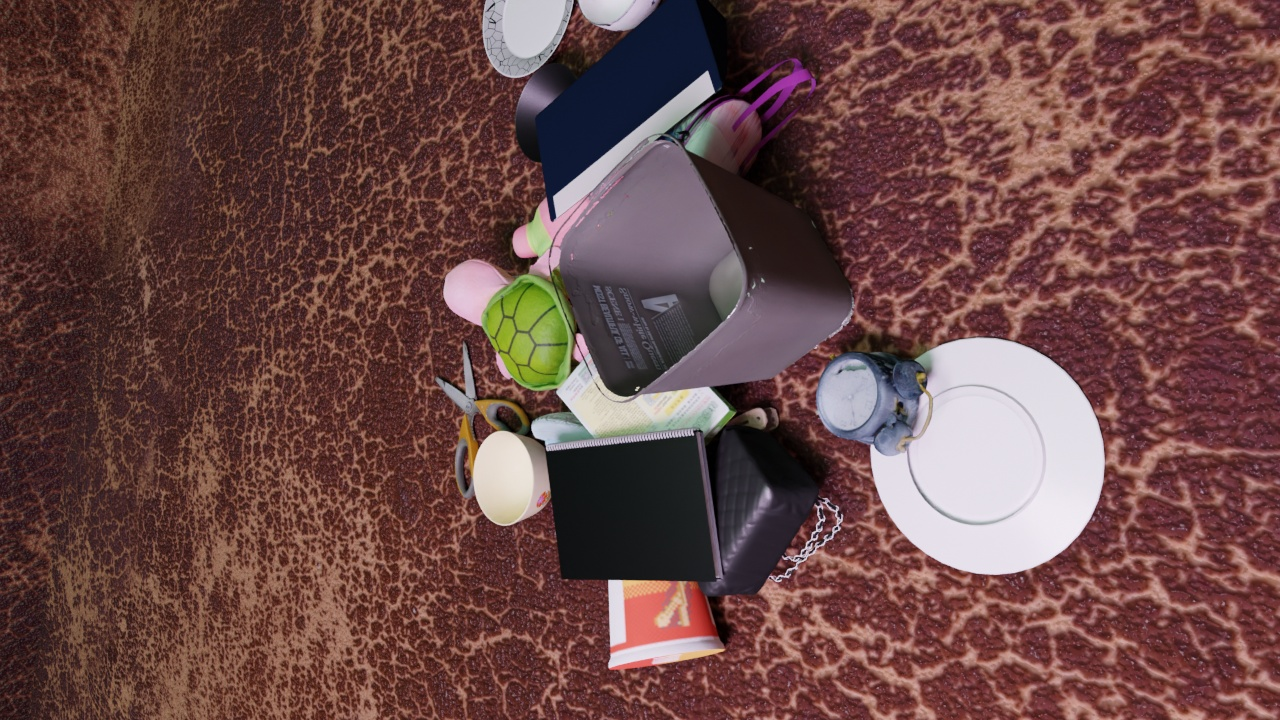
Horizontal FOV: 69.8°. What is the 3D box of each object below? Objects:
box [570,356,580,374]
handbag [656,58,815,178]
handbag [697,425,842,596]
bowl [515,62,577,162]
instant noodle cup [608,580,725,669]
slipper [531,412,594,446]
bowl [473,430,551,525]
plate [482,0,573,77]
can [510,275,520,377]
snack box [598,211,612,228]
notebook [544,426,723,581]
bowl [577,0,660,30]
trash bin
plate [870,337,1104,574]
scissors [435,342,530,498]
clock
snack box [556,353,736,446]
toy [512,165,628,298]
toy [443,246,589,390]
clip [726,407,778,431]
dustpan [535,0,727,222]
[{"bbox_3d":[-0.008,0.018,1.077,0.188,0.091,0.083,1,123,43],"label":"box"},{"bbox_3d":[0.105,-0.239,0.935,0.170,0.144,0.068,-41,67,3],"label":"handbag"},{"bbox_3d":[0.117,0.150,0.937,0.125,0.114,0.154,60,138,47],"label":"handbag"},{"bbox_3d":[-0.100,-0.309,1.169,0.124,0.052,0.124,-3,86,43],"label":"bowl"},{"bbox_3d":[0.019,0.262,0.995,0.124,0.123,0.121,-28,62,38],"label":"instant noodle cup"},{"bbox_3d":[-0.033,0.113,1.058,0.246,0.104,0.074,16,95,37],"label":"slipper"},{"bbox_3d":[-0.149,0.149,1.178,0.118,0.074,0.118,-3,86,43],"label":"bowl"},{"bbox_3d":[-0.149,-0.478,1.247,0.189,0.016,0.188,-3,86,43],"label":"plate"},{"bbox_3d":[-0.140,-0.042,1.181,0.072,0.071,0.128,-1,87,43],"label":"can"},{"bbox_3d":[0.006,-0.112,1.013,0.040,0.125,0.088,25,105,41],"label":"snack box"},{"bbox_3d":[-0.013,0.152,0.948,0.207,0.016,0.149,-10,86,39],"label":"notebook"},{"bbox_3d":[-0.015,-0.445,1.089,0.114,0.063,0.113,-5,82,42],"label":"bowl"},{"bbox_3d":[0.070,-0.076,0.888,0.198,0.219,0.197,-40,62,34],"label":"trash bin"},{"bbox_3d":[0.296,0.084,0.811,0.209,0.015,0.208,-3,86,43],"label":"plate"},{"bbox_3d":[-0.236,0.090,1.301,0.225,0.016,0.225,27,106,41],"label":"scissors"},{"bbox_3d":[0.219,0.037,0.849,0.129,0.052,0.090,20,100,52],"label":"clock"},{"bbox_3d":[0.002,0.043,0.979,0.132,0.027,0.168,-49,62,12],"label":"snack box"},{"bbox_3d":[-0.054,-0.168,1.091,0.237,0.096,0.192,-38,76,34],"label":"toy"},{"bbox_3d":[-0.137,-0.043,1.086,0.238,0.087,0.191,42,125,22],"label":"toy"},{"bbox_3d":[0.121,0.065,0.972,0.062,0.044,0.024,-27,68,58],"label":"clip"},{"bbox_3d":[-0.005,-0.298,1.015,0.237,0.080,0.272,-33,50,29],"label":"dustpan"}]
